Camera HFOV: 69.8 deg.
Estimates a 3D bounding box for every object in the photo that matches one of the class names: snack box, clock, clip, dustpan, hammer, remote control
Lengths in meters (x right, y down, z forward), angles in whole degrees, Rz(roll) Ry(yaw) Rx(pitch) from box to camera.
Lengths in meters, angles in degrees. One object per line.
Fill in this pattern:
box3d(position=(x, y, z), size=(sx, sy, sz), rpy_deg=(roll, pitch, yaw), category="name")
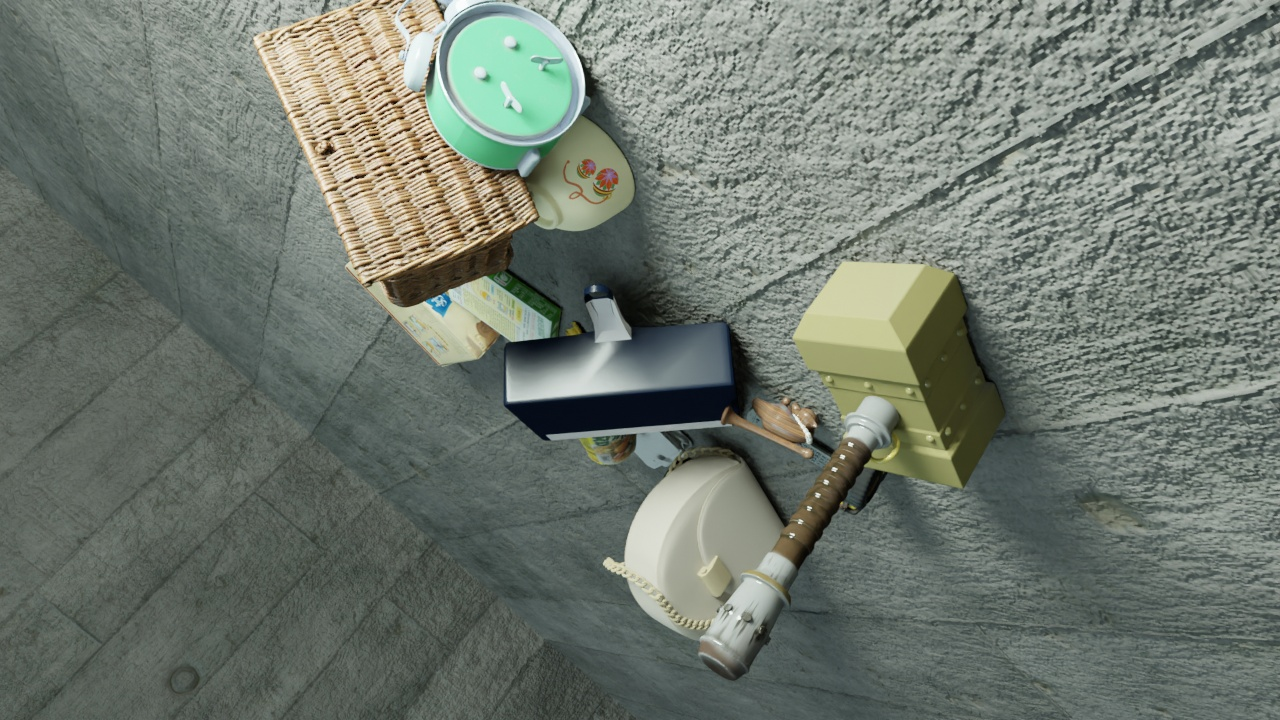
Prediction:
box3d(position=(-0.315, -0.086, 1.325), size=(0.207, 0.055, 0.154), rpy_deg=(49, 153, -20), category="snack box")
box3d(position=(-0.125, -0.237, 0.748), size=(0.161, 0.121, 0.075), rpy_deg=(41, 156, -12), category="clock")
box3d(position=(-0.082, -0.027, 1.160), size=(0.046, 0.035, 0.053), rpy_deg=(-11, 129, 35), category="clip")
box3d(position=(-0.180, -0.075, 1.195), size=(0.168, 0.027, 0.132), rpy_deg=(35, 155, 8), category="snack box")
box3d(position=(-0.021, 0.008, 0.961), size=(0.236, 0.080, 0.273), rpy_deg=(-5, 162, 7), category="dustpan")
box3d(position=(0.144, 0.097, 0.697), size=(0.101, 0.324, 0.190), rpy_deg=(10, 142, 47), category="hammer")
box3d(position=(0.177, 0.092, 1.005), size=(0.136, 0.013, 0.033), rpy_deg=(34, 154, 12), category="remote control")

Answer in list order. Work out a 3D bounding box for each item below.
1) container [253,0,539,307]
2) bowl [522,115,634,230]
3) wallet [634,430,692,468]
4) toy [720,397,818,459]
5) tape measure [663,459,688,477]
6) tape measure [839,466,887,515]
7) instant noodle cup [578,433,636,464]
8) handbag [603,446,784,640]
box3d(position=(-0.219, -0.177, 0.861), size=(0.250, 0.162, 0.183), rpy_deg=(64, 165, 10), category="container")
box3d(position=(-0.075, -0.164, 0.857), size=(0.118, 0.073, 0.118), rpy_deg=(31, 153, 17), category="bowl")
box3d(position=(0.014, 0.106, 1.226), size=(0.086, 0.032, 0.116), rpy_deg=(42, 155, 0), category="wallet")
box3d(position=(0.140, 0.063, 0.955), size=(0.102, 0.054, 0.041), rpy_deg=(25, 167, 12), category="toy")
box3d(position=(0.068, 0.168, 1.244), size=(0.072, 0.042, 0.071), rpy_deg=(21, 152, 38), category="tape measure")
box3d(position=(0.220, 0.116, 0.925), size=(0.038, 0.067, 0.063), rpy_deg=(26, 151, 26), category="tape measure")
box3d(position=(-0.048, 0.076, 1.170), size=(0.102, 0.102, 0.108), rpy_deg=(23, 147, 31), category="instant noodle cup")
box3d(position=(0.077, 0.232, 1.140), size=(0.103, 0.208, 0.211), rpy_deg=(13, 144, 48), category="handbag")
